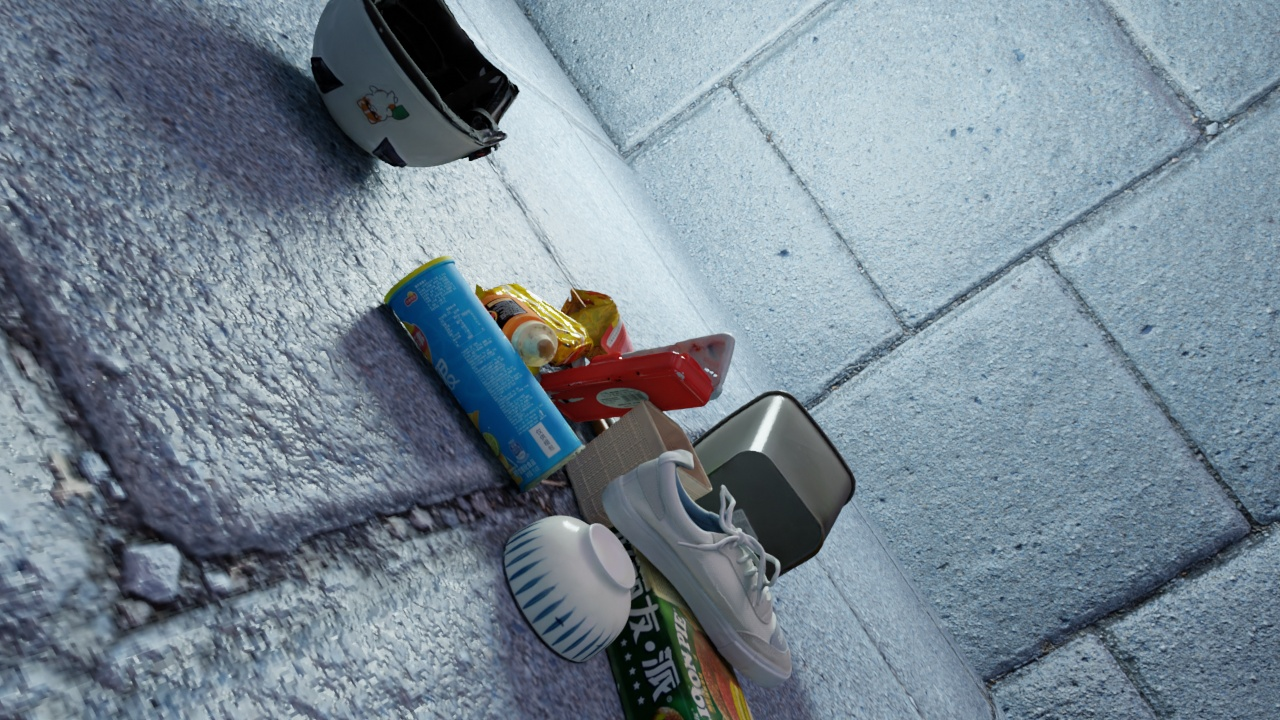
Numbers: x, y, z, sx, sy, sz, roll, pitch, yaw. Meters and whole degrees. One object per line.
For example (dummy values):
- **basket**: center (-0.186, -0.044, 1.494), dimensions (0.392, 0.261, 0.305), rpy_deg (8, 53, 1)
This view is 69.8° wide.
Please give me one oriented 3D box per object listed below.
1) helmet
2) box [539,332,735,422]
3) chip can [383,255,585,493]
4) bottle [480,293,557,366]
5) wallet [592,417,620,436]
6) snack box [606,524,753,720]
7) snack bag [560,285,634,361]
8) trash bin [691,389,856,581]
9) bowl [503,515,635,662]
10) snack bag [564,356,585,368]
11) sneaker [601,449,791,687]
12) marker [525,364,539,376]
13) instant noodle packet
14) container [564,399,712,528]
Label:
- **helmet**: center (-0.261, -0.302, 0.988), dimensions (0.230, 0.157, 0.273), rpy_deg (51, 23, -26)
- **box**: center (-0.006, 0.006, 0.979), dimensions (0.094, 0.202, 0.100), rpy_deg (44, 51, -35)
- **chip can**: center (-0.137, 0.012, 0.810), dimensions (0.210, 0.071, 0.071), rpy_deg (55, 13, -1)
- **bottle**: center (-0.117, -0.024, 0.880), dimensions (0.067, 0.066, 0.149), rpy_deg (48, -12, -27)
- **wallet**: center (-0.019, 0.103, 1.071), dimensions (0.106, 0.037, 0.129), rpy_deg (45, 5, -39)
- **snack box**: center (0.029, 0.258, 0.786), dimensions (0.114, 0.063, 0.239), rpy_deg (42, 18, -43)
- **snack bag**: center (-0.033, -0.013, 1.178), dimensions (0.128, 0.073, 0.208), rpy_deg (59, 3, 28)
- **trash bin**: center (0.153, 0.178, 1.198), dimensions (0.199, 0.199, 0.219), rpy_deg (53, 20, 1)
- **bowl**: center (-0.047, 0.171, 0.730), dimensions (0.116, 0.066, 0.116), rpy_deg (50, 14, -17)
- **snack bag**: center (-0.085, -0.009, 1.157), dimensions (0.045, 0.026, 0.105), rpy_deg (53, 14, -33)
- **sneaker**: center (0.074, 0.178, 0.806), dimensions (0.242, 0.091, 0.089), rpy_deg (51, 13, -13)
- **marker**: center (-0.137, 0.009, 0.950), dimensions (0.018, 0.015, 0.124), rpy_deg (56, 16, 11)
- **instant noodle packet**: center (-0.119, -0.043, 1.018), dimensions (0.128, 0.044, 0.110), rpy_deg (35, 10, 6)
- **container**: center (-0.006, 0.115, 0.924), dimensions (0.090, 0.111, 0.089), rpy_deg (39, 20, -49)
